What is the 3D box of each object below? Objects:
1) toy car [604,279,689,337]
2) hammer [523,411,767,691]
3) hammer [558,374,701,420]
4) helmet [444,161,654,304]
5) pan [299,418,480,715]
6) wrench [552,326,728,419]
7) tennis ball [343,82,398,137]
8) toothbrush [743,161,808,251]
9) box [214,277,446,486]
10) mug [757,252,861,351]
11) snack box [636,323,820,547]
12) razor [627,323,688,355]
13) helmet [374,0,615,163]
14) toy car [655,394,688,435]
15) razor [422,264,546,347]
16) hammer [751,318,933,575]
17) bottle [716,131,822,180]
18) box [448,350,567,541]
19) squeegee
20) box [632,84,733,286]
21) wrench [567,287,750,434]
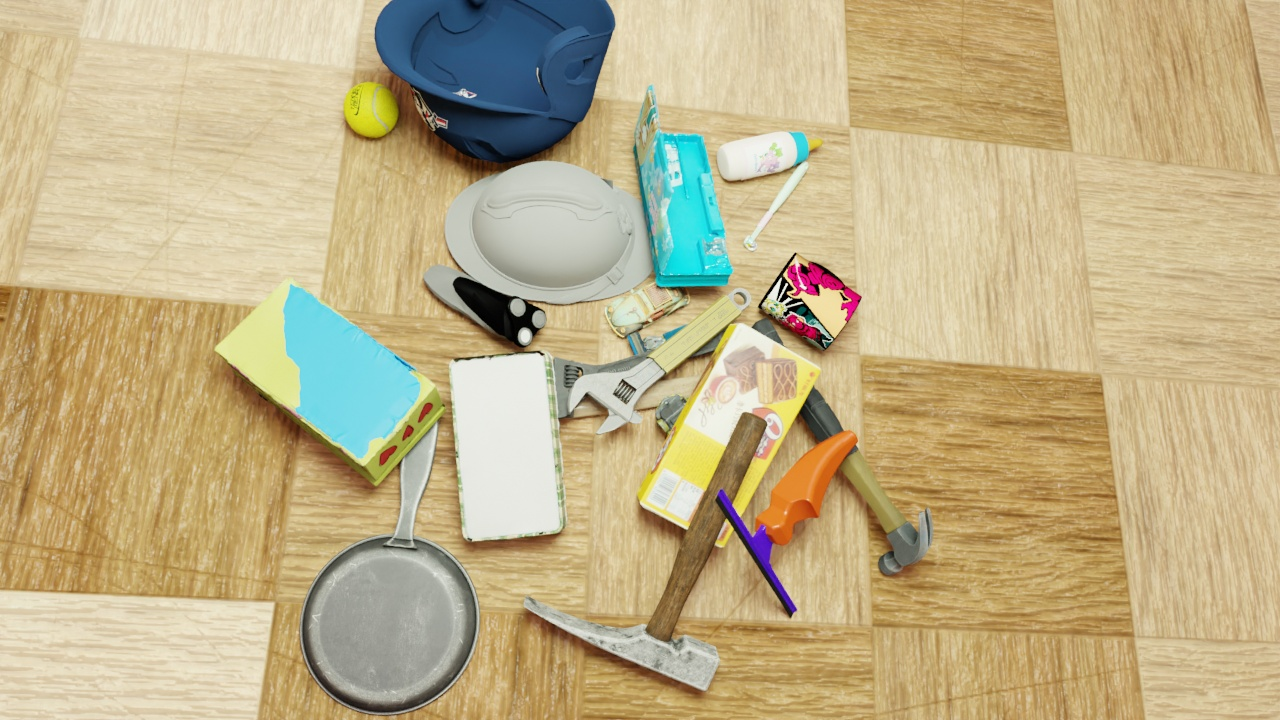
[{"bbox_3d":[0.012,-0.073,1.121,0.111,0.047,0.047,-29,80,-18],"label":"toy car"},{"bbox_3d":[0.028,0.180,0.987,0.217,0.037,0.300,24,93,-4],"label":"hammer"},{"bbox_3d":[-0.030,0.048,1.093,0.330,0.031,0.119,-8,74,-14],"label":"hammer"},{"bbox_3d":[-0.097,-0.173,1.099,0.271,0.118,0.183,3,72,-10],"label":"helmet"},{"bbox_3d":[-0.258,0.198,0.998,0.187,0.055,0.356,7,76,-6],"label":"pan"},{"bbox_3d":[-0.006,0.006,1.087,0.272,0.018,0.073,-17,80,-17],"label":"wrench"},{"bbox_3d":[-0.332,-0.310,1.134,0.065,0.065,0.065,3,72,-8],"label":"tennis ball"},{"bbox_3d":[0.180,-0.206,1.207,0.022,0.015,0.154,46,68,-30],"label":"toothbrush"},{"bbox_3d":[-0.337,0.023,1.009,0.221,0.081,0.124,34,69,8],"label":"box"},{"bbox_3d":[0.216,-0.082,1.147,0.098,0.082,0.117,34,43,3],"label":"mug"},{"bbox_3d":[0.098,0.083,1.036,0.110,0.061,0.230,29,90,-4],"label":"snack box"},{"bbox_3d":[0.054,-0.037,1.130,0.143,0.022,0.042,-22,92,-15],"label":"razor"},{"bbox_3d":[-0.180,-0.344,1.080,0.271,0.224,0.232,-12,56,-43],"label":"helmet"},{"bbox_3d":[0.059,0.086,1.081,0.049,0.030,0.107,-38,95,-5],"label":"toy car"},{"bbox_3d":[-0.190,-0.070,1.089,0.156,0.060,0.057,23,57,20],"label":"razor"},{"bbox_3d":[0.228,0.091,1.080,0.025,0.118,0.333,-24,72,-28],"label":"hammer"},{"bbox_3d":[0.175,-0.274,1.209,0.146,0.051,0.051,-15,75,-13],"label":"bottle"},{"bbox_3d":[-0.146,0.093,1.014,0.118,0.049,0.205,-7,86,2],"label":"box"},{"bbox_3d":[0.175,0.147,1.005,0.184,0.250,0.055,-46,43,-15],"label":"squeegee"},{"bbox_3d":[0.055,-0.214,1.110,0.098,0.122,0.226,-2,60,-12],"label":"box"},{"bbox_3d":[0.030,-0.007,1.081,0.272,0.018,0.083,-39,88,-21],"label":"wrench"}]
